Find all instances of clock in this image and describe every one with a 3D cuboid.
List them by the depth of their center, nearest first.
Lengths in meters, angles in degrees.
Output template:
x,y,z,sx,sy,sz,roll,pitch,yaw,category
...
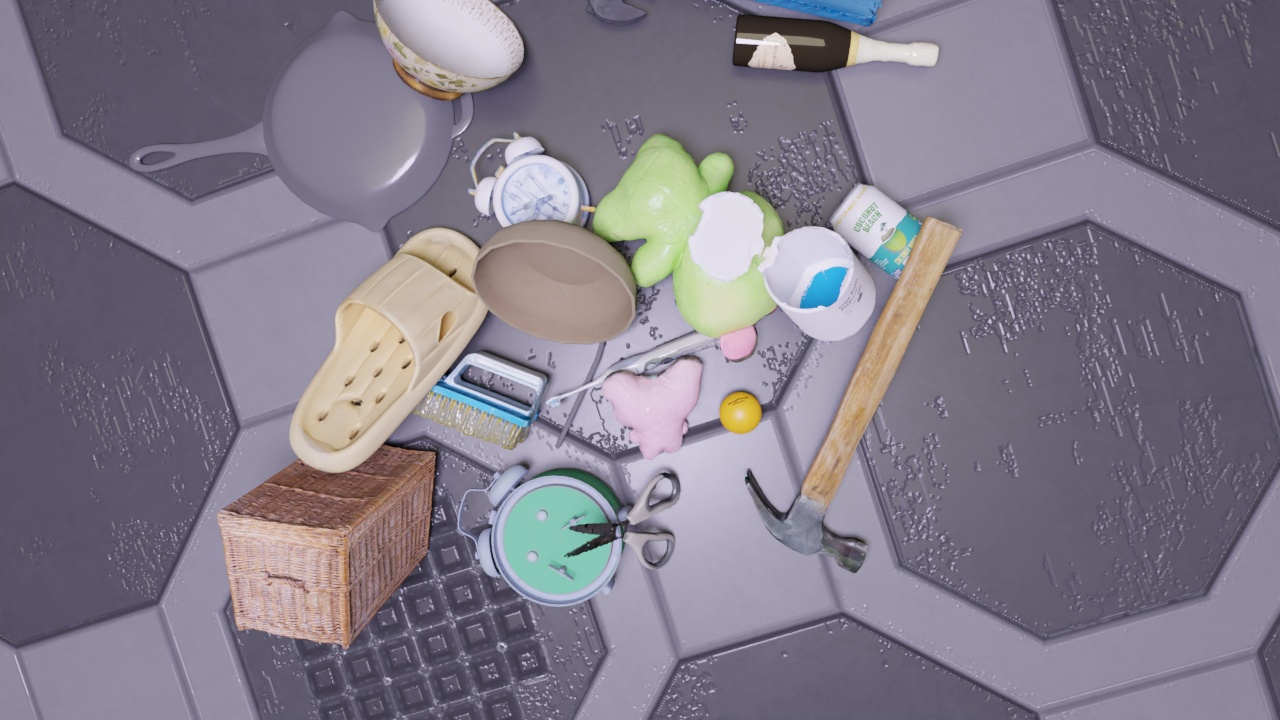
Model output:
x,y,z,sx,sy,sz,roll,pitch,yaw,category
-0.106,-0.159,0.872,0.125,0.052,0.089,39,96,5,clock
-0.095,0.162,0.873,0.161,0.075,0.122,14,93,5,clock

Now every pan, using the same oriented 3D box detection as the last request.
x,y,z,sx,sy,sz,roll,pitch,yaw,category
-0.340,-0.226,0.901,0.355,0.024,0.216,-9,92,6,pan

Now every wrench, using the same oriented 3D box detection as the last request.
x,y,z,sx,sy,sz,roll,pitch,yaw,category
-0.097,-0.416,0.873,0.273,0.018,0.073,40,86,4,wrench

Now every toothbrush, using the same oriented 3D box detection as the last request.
x,y,z,sx,sy,sz,roll,pitch,yaw,category
-0.005,0.005,0.879,0.185,0.022,0.024,-22,62,1,toothbrush
-0.048,0.009,0.893,0.013,0.013,0.167,24,95,-5,toothbrush

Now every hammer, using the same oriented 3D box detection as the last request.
x,y,z,sx,sy,sz,roll,pitch,yaw,category
0.202,0.028,0.835,0.132,0.033,0.331,24,106,8,hammer

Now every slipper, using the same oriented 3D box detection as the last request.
x,y,z,sx,sy,sz,roll,pitch,yaw,category
-0.228,-0.019,0.834,0.111,0.079,0.261,28,73,8,slipper

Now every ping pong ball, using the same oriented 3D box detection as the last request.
x,y,z,sx,sy,sz,roll,pitch,yaw,category
0.095,0.050,0.868,0.040,0.040,0.040,0,93,5,ping pong ball

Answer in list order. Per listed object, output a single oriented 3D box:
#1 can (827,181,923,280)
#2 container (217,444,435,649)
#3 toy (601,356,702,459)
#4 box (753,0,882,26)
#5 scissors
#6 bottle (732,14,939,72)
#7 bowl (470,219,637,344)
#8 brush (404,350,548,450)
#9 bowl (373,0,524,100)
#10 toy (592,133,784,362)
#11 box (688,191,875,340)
x,y,z,sx,sy,sz,roll,pitch,yaw,category
0.226,-0.115,0.841,0.101,0.055,0.055,38,95,2,can
-0.273,0.157,0.827,0.114,0.198,0.113,7,105,9,container
0.016,0.048,0.869,0.099,0.053,0.096,-13,112,-13,toy
0.111,-0.379,0.804,0.231,0.112,0.094,15,85,2,box
-0.009,0.146,0.839,0.013,0.165,0.150,7,59,38,scissors
0.179,-0.287,0.842,0.184,0.045,0.045,6,93,5,bottle
-0.074,-0.078,0.838,0.152,0.153,0.050,10,58,4,bowl
-0.164,0.028,0.882,0.136,0.055,0.075,20,99,4,brush
-0.185,-0.289,0.850,0.145,0.144,0.063,41,133,2,bowl
0.057,-0.113,0.834,0.197,0.107,0.150,35,82,7,toy
0.120,-0.077,0.770,0.136,0.146,0.084,30,91,26,box
